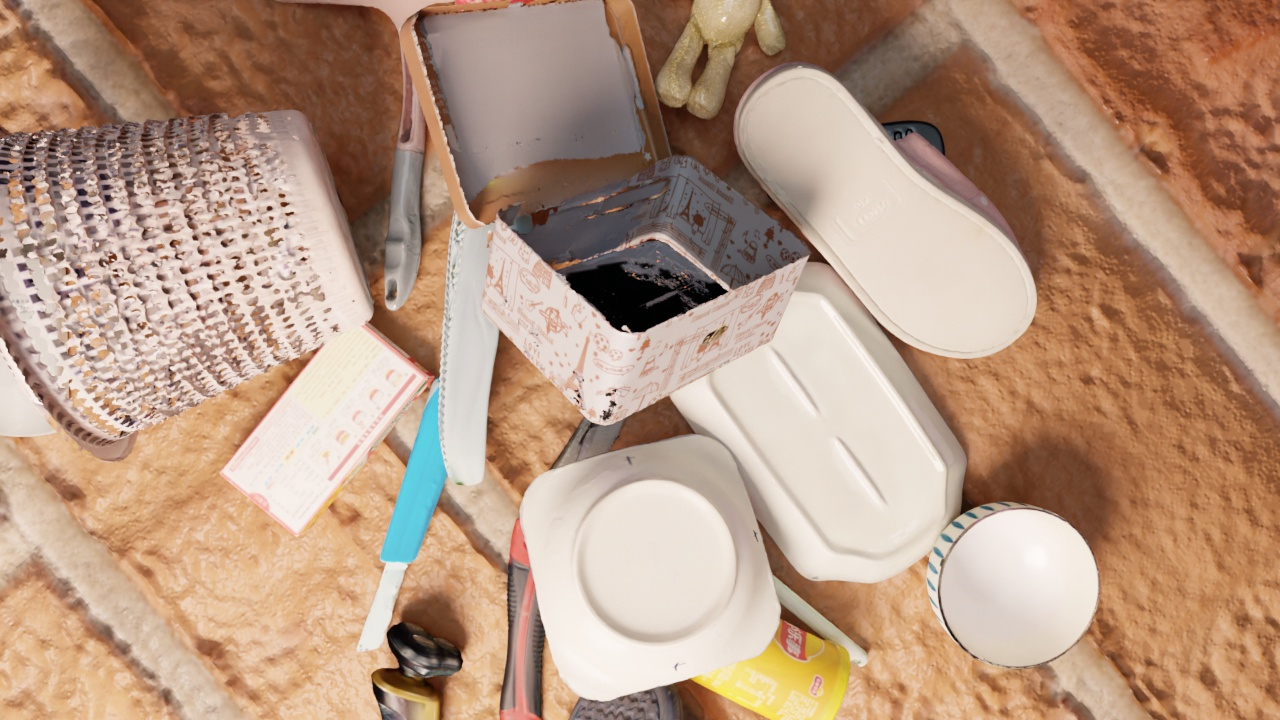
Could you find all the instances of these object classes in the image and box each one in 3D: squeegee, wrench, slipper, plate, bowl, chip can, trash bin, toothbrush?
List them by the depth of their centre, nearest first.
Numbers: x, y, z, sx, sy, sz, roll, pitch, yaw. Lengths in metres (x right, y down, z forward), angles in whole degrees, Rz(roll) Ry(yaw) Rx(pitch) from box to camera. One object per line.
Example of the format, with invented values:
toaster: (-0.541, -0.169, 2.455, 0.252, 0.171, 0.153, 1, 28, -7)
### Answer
trash bin: (-0.292, -0.070, 0.607, 0.192, 0.228, 0.227, -19, 91, -12)
plate: (0.008, 0.137, 0.627, 0.164, 0.034, 0.163, -14, 78, -9)
slipper: (-0.101, -0.033, 0.649, 0.074, 0.104, 0.245, 5, 88, -14)
slipper: (0.176, -0.103, 0.658, 0.274, 0.054, 0.114, 38, 110, -16)
slipper: (-0.011, 0.350, 0.671, 0.083, 0.111, 0.268, 13, 91, -39)
bowl: (0.263, 0.158, 0.671, 0.116, 0.066, 0.116, 0, 93, -2)
chip can: (0.043, 0.198, 0.671, 0.213, 0.072, 0.072, 26, 91, -1)
squeegee: (-0.174, -0.162, 0.674, 0.248, 0.040, 0.250, 7, 102, 22)
plate: (0.135, 0.048, 0.678, 0.162, 0.034, 0.265, -35, 95, -1)
toothbrush: (0.101, 0.169, 0.697, 0.189, 0.020, 0.029, 41, 121, -2)
wrench: (-0.086, 0.254, 0.700, 0.056, 0.016, 0.273, 0, 92, -4)

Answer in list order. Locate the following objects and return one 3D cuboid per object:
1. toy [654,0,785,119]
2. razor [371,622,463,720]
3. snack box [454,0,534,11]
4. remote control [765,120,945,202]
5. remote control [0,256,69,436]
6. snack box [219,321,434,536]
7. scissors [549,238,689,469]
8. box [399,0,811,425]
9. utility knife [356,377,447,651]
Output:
toy: (0.059, -0.249, 0.662, 0.105, 0.066, 0.157, 24, 85, -6)
razor: (-0.167, 0.281, 0.687, 0.067, 0.062, 0.167, -1, 98, -31)
snack box: (-0.053, -0.324, 0.666, 0.058, 0.057, 0.207, 35, 91, -4)
remote control: (0.157, -0.146, 0.685, 0.136, 0.024, 0.053, -9, 98, 1)
remote control: (-0.463, -0.010, 0.692, 0.056, 0.019, 0.135, -2, 91, 0)
snack box: (-0.235, 0.047, 0.689, 0.077, 0.027, 0.156, 40, 91, 0)
scissors: (-0.016, -0.002, 0.695, 0.205, 0.015, 0.196, -21, 92, 0)
box: (-0.026, -0.105, 0.591, 0.178, 0.125, 0.273, -25, 81, -38)
utility knife: (-0.174, 0.120, 0.694, 0.034, 0.018, 0.216, 19, 90, -2)
